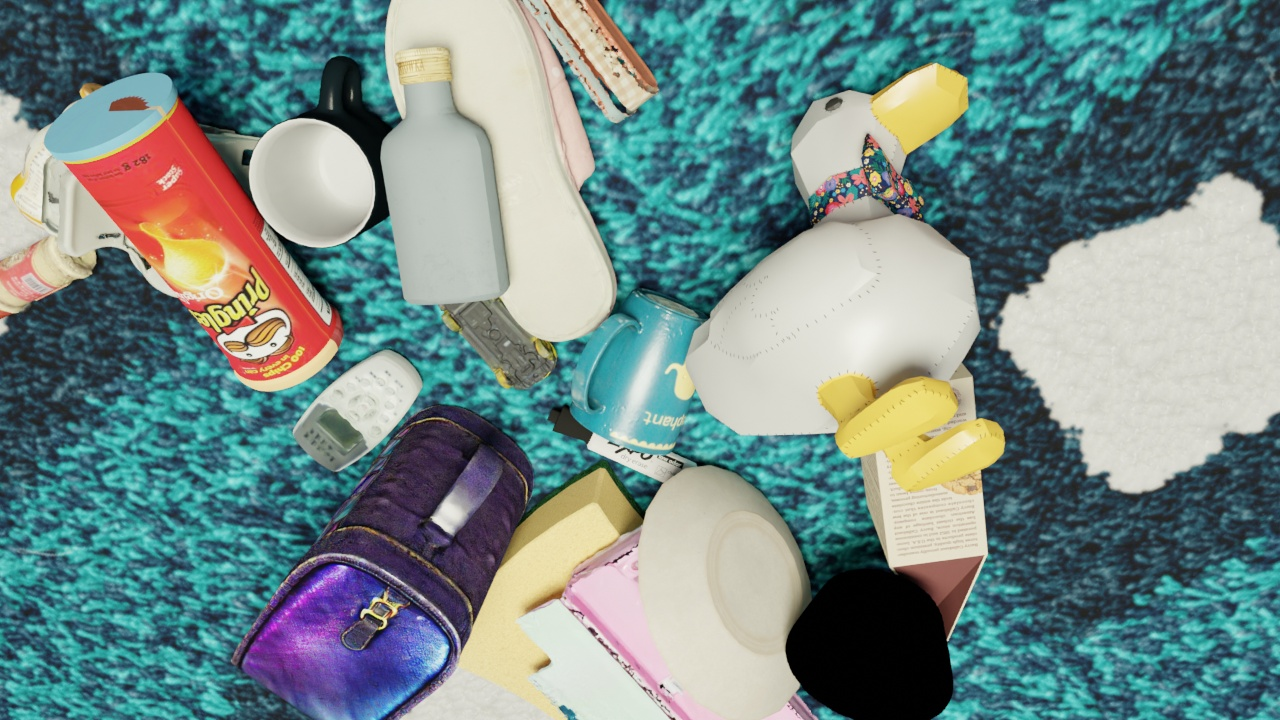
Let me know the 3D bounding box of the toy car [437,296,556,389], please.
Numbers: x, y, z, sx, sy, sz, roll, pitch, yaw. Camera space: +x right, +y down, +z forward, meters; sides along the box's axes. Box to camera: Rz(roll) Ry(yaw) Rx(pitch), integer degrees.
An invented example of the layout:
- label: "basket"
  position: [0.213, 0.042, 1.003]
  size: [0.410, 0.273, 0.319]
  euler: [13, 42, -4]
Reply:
- label: "toy car"
  position: [-0.109, -0.023, 0.704]
  size: [0.049, 0.030, 0.107]
  euler: [-36, 106, 16]

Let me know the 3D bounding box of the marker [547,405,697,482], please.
- label: "marker"
  position: [-0.015, 0.069, 0.733]
  size: [0.126, 0.025, 0.025]
  euler: [25, 109, -5]

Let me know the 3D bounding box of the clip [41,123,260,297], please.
- label: "clip"
  position: [-0.344, -0.109, 0.659]
  size: [0.147, 0.081, 0.125]
  euler: [-1, 113, -38]

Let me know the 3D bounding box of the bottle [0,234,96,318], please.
- label: "bottle"
  position: [-0.475, -0.064, 0.709]
  size: [0.109, 0.044, 0.044]
  euler: [-23, 107, 11]

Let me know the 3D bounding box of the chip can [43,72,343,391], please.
- label: "chip can"
  position: [-0.290, -0.078, 0.621]
  size: [0.087, 0.086, 0.213]
  euler: [-12, 136, 8]

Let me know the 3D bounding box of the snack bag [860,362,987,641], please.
- label: "snack bag"
  position: [0.209, 0.097, 0.690]
  size: [0.070, 0.094, 0.206]
  euler: [-9, 109, 7]

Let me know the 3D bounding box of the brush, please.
- label: "brush"
  position: [-0.014, 0.229, 0.764]
  size: [0.250, 0.075, 0.195]
  euler: [40, 107, -10]

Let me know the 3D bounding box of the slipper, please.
- label: "slipper"
  position: [-0.092, -0.143, 0.647]
  size: [0.114, 0.054, 0.274]
  euler: [-18, 103, 11]

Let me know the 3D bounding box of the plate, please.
- label: "plate"
  position: [0.076, 0.166, 0.681]
  size: [0.027, 0.188, 0.189]
  euler: [-28, 107, 41]

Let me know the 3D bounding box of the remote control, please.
- label: "remote control"
  position: [-0.225, 0.039, 0.735]
  size: [0.114, 0.028, 0.060]
  euler: [-38, 103, 16]

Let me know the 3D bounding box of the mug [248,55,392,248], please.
- label: "mug"
  position: [-0.208, -0.147, 0.632]
  size: [0.085, 0.094, 0.122]
  euler: [9, 110, 0]

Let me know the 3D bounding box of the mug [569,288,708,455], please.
- label: "mug"
  position: [-0.004, 0.004, 0.667]
  size: [0.084, 0.112, 0.104]
  euler: [31, 104, 33]

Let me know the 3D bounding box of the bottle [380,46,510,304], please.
- label: "bottle"
  position: [-0.132, -0.120, 0.604]
  size: [0.072, 0.046, 0.161]
  euler: [-3, 106, 7]

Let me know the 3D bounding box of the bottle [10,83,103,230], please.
- label: "bottle"
  position: [-0.405, -0.145, 0.663]
  size: [0.063, 0.063, 0.109]
  euler: [35, 108, -9]

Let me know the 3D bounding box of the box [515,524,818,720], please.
- label: "box"
  position: [0.012, 0.252, 0.710]
  size: [0.159, 0.035, 0.230]
  euler: [-36, 104, 15]

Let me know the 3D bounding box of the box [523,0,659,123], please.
- label: "box"
  position: [-0.052, -0.247, 0.611]
  size: [0.058, 0.053, 0.187]
  euler: [-45, 105, -25]

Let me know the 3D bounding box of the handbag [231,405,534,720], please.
- label: "handbag"
  position: [-0.173, 0.145, 0.681]
  size: [0.125, 0.204, 0.222]
  euler: [38, 114, -10]

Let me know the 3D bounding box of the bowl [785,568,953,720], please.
- label: "bowl"
  position: [0.168, 0.200, 0.659]
  size: [0.115, 0.062, 0.115]
  euler: [13, 127, 18]

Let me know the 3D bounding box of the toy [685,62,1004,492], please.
- label: "toy"
  position: [0.128, -0.049, 0.581]
  size: [0.247, 0.267, 0.140]
  euler: [-34, 140, 26]
